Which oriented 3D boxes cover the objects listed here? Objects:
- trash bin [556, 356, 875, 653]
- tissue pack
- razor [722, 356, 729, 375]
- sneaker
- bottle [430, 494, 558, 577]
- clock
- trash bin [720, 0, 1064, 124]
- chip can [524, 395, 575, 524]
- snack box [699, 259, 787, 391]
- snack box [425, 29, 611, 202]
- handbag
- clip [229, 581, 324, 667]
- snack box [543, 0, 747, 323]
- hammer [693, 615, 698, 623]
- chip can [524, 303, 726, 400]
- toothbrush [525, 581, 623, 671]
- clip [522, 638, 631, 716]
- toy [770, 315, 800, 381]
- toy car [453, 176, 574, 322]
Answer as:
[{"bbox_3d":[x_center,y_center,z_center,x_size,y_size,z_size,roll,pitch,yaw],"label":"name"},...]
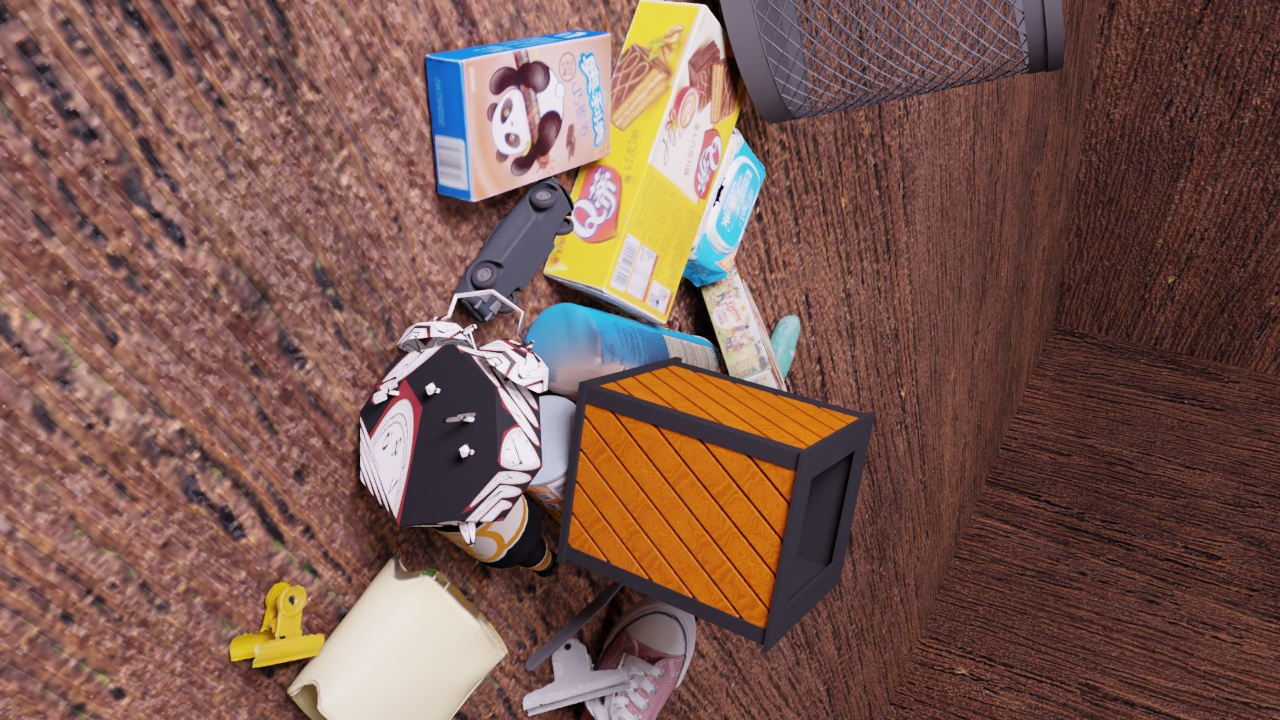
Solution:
[{"bbox_3d":[0.056,0.094,0.680,0.139,0.172,0.140,-14,116,-57],"label":"trash bin"},{"bbox_3d":[0.062,-0.144,0.825,0.092,0.062,0.144,22,86,-60],"label":"tissue pack"},{"bbox_3d":[0.083,0.045,0.976,0.155,0.057,0.060,-56,-171,-27],"label":"razor"},{"bbox_3d":[-0.020,0.348,0.917,0.241,0.118,0.087,-67,168,3],"label":"sneaker"},{"bbox_3d":[-0.107,0.125,0.694,0.059,0.059,0.182,-61,148,-19],"label":"bottle"},{"bbox_3d":[-0.118,0.028,0.568,0.065,0.115,0.154,18,87,-60],"label":"clock"},{"bbox_3d":[0.196,-0.311,0.732,0.217,0.228,0.217,-9,90,-67],"label":"trash bin"},{"bbox_3d":[-0.042,0.113,0.779,0.075,0.075,0.215,-60,148,-19],"label":"chip can"},{"bbox_3d":[0.107,-0.012,0.912,0.143,0.041,0.146,54,19,-55],"label":"snack box"},{"bbox_3d":[-0.075,-0.167,0.613,0.150,0.034,0.087,-34,134,-48],"label":"snack box"},{"bbox_3d":[-0.165,0.206,0.627,0.119,0.081,0.111,-50,137,-30],"label":"handbag"},{"bbox_3d":[-0.218,0.164,0.562,0.049,0.045,0.054,-51,152,14],"label":"clip"},{"bbox_3d":[0.011,-0.154,0.736,0.110,0.062,0.230,22,86,-60],"label":"snack box"},{"bbox_3d":[0.069,0.221,0.975,0.130,0.039,0.329,-69,177,-57],"label":"hammer"},{"bbox_3d":[-0.005,0.005,0.785,0.229,0.080,0.080,11,96,-60],"label":"chip can"},{"bbox_3d":[-0.045,0.224,0.821,0.167,0.013,0.013,-44,151,11],"label":"toothbrush"},{"bbox_3d":[-0.064,0.290,0.860,0.050,0.102,0.058,75,0,-59],"label":"clip"},{"bbox_3d":[0.173,-0.008,1.118,0.085,0.033,0.105,21,86,-71],"label":"toy"},{"bbox_3d":[-0.087,-0.078,0.639,0.112,0.034,0.046,-55,152,-13],"label":"toy car"}]
